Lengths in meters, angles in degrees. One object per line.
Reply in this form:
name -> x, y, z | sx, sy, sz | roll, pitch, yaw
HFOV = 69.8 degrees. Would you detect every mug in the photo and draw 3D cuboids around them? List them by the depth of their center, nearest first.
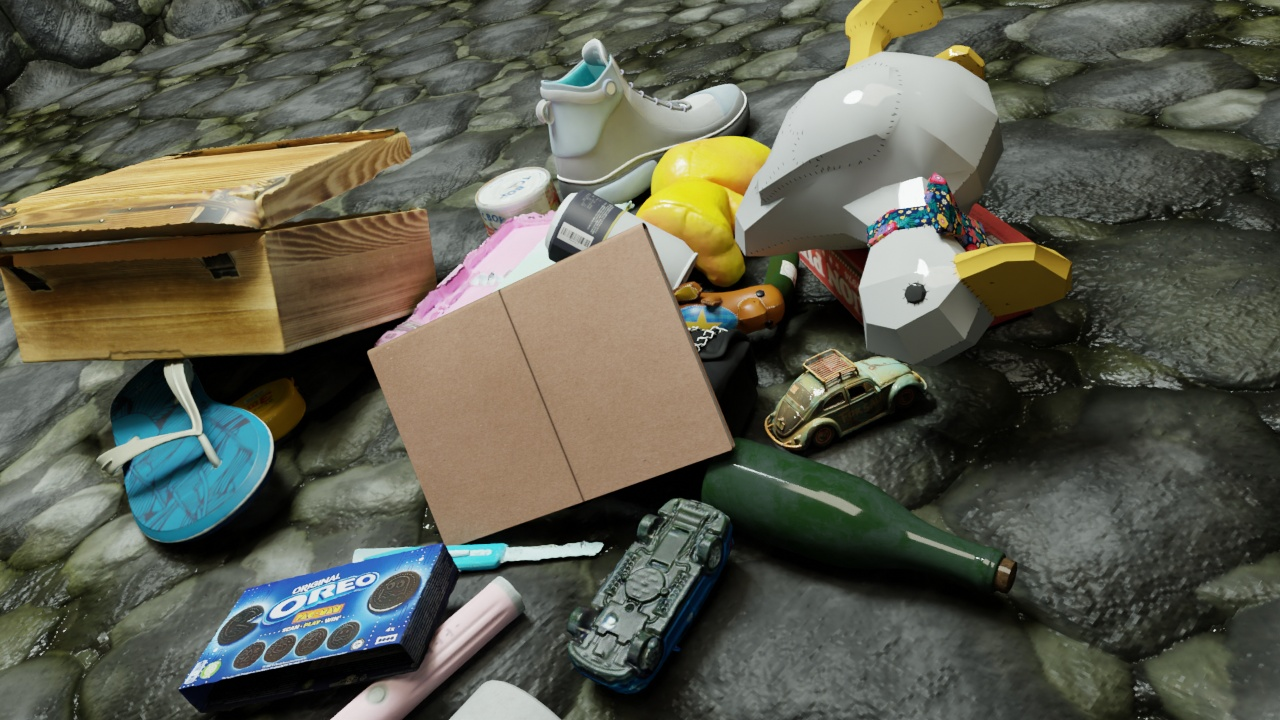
mug -> -0.054, 0.207, 0.411 | 0.113, 0.084, 0.070 | 40, 54, 11

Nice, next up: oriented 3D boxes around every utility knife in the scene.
utility knife -> -0.106, 0.125, 0.591 | 0.169, 0.015, 0.022 | -7, 43, 8

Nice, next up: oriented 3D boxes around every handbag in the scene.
handbag -> -0.004, 0.004, 0.631 | 0.154, 0.115, 0.124 | 5, 35, 31

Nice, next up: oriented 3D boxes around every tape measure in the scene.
tape measure -> -0.309, 0.045, 0.765 | 0.068, 0.030, 0.059 | -37, 39, -18

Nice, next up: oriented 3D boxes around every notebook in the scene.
notebook -> -0.062, 0.022, 0.570 | 0.209, 0.141, 0.008 | -22, 0, 21

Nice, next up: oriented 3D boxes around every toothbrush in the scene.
toothbrush -> -0.153, 0.198, 0.496 | 0.027, 0.027, 0.222 | 26, 52, 39

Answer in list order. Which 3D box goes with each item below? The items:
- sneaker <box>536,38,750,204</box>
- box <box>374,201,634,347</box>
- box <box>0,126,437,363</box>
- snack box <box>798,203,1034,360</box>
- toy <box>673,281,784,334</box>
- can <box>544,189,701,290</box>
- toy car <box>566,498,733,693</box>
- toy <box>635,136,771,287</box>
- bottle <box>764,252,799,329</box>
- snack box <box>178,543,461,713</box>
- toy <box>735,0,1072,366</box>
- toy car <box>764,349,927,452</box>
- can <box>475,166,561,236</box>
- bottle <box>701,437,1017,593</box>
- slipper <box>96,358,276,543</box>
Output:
sneaker -> 0.007, -0.276, 0.971 | 0.256, 0.160, 0.093 | -36, 40, -24
box -> -0.113, -0.071, 0.825 | 0.160, 0.035, 0.229 | -2, 36, 34
box -> -0.367, -0.101, 0.799 | 0.279, 0.176, 0.246 | 0, 15, 19
snack box -> 0.198, -0.100, 0.739 | 0.113, 0.060, 0.236 | -21, 36, -4
toy -> 0.068, -0.038, 0.715 | 0.090, 0.070, 0.102 | -16, 11, 14
can -> -0.010, -0.085, 0.747 | 0.127, 0.064, 0.064 | 28, 46, 4
toy car -> 0.010, 0.131, 0.510 | 0.056, 0.044, 0.119 | 13, 47, 34
toy -> 0.046, -0.145, 0.841 | 0.135, 0.087, 0.193 | -2, 38, 25
bottle -> 0.112, -0.058, 0.746 | 0.025, 0.025, 0.105 | -2, 37, 19
snack box -> -0.186, 0.156, 0.541 | 0.150, 0.027, 0.082 | -16, 28, 15
toy -> 0.164, -0.114, 0.614 | 0.247, 0.141, 0.267 | -8, 59, 44
toy car -> 0.134, 0.019, 0.612 | 0.112, 0.047, 0.047 | -23, 32, -10
can -> -0.129, -0.167, 0.975 | 0.086, 0.043, 0.086 | -13, 35, 9
bottle -> 0.120, 0.091, 0.514 | 0.174, 0.055, 0.055 | 15, 45, 35
slipper -> -0.383, 0.055, 0.733 | 0.295, 0.060, 0.118 | 27, 75, 47
